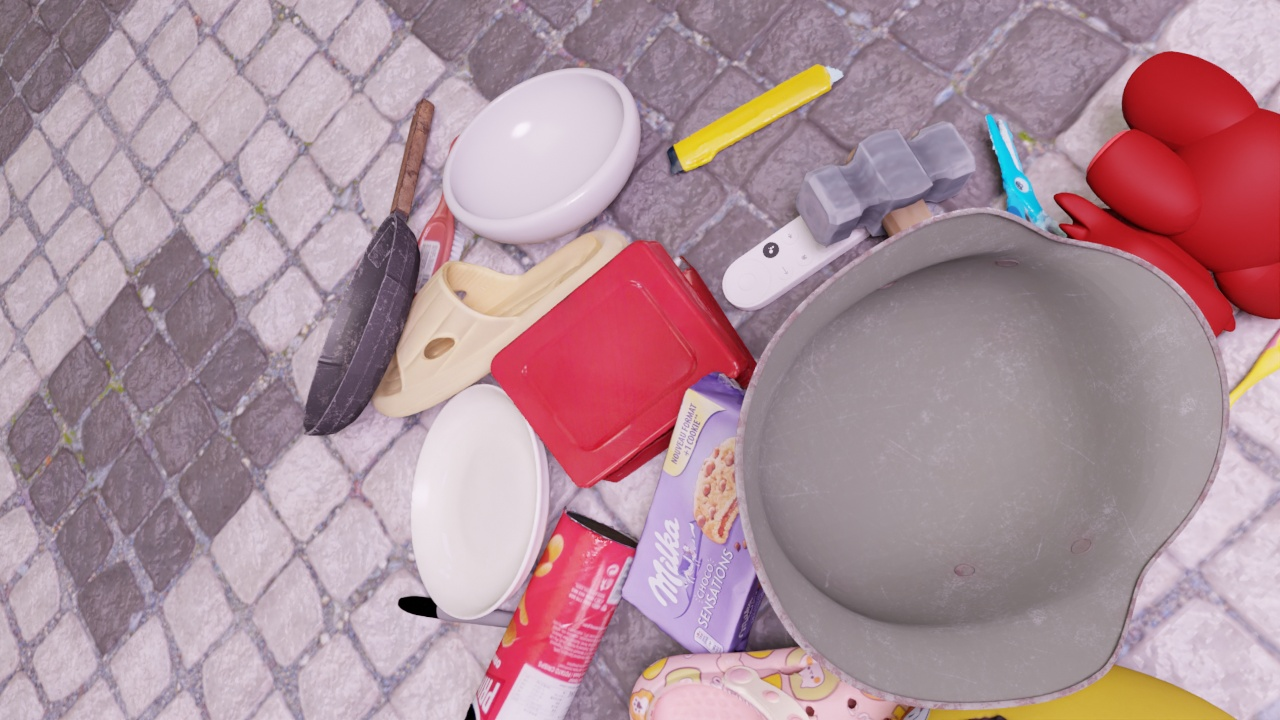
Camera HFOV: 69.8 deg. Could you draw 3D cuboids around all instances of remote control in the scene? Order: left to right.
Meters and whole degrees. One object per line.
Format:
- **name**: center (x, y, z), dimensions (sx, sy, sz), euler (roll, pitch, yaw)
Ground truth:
- **remote control**: center (0.123, -0.086, 0.703), dimensions (0.137, 0.013, 0.043), euler (-35, 65, 13)

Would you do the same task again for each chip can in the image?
- **chip can**: center (-0.076, 0.228, 0.680), dimensions (0.073, 0.073, 0.233), euler (24, 87, 28)

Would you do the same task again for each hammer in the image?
- **hammer**: center (0.227, -0.012, 0.607), dimensions (0.117, 0.051, 0.322), euler (-22, 72, -11)

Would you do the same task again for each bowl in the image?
- **bowl**: center (-0.075, -0.161, 0.774), dimensions (0.177, 0.066, 0.176), euler (-13, 54, 18)

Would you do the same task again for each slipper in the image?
- **slipper**: center (-0.131, -0.044, 0.752), dimensions (0.262, 0.079, 0.111), euler (-29, 31, 12)
- **slipper**: center (0.087, 0.235, 0.574), dimensions (0.197, 0.081, 0.093), euler (-4, 101, 10)

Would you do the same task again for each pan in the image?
- **pan**: center (-0.226, -0.095, 0.825), dimensions (0.208, 0.040, 0.356), euler (-30, 43, 53)

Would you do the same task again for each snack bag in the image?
- **snack bag**: center (0.056, 0.114, 0.628), dimensions (0.096, 0.058, 0.206), euler (30, 116, 28)

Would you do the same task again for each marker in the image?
- **marker**: center (-0.142, 0.204, 0.744), dimensions (0.139, 0.022, 0.016), euler (0, 64, 26)

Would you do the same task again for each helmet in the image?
- **helmet**: center (0.163, 0.040, 0.489), dimensions (0.267, 0.154, 0.227), euler (-17, 94, -7)
- **helmet**: center (0.234, 0.227, 0.469), dimensions (0.209, 0.139, 0.241), euler (38, 136, -6)

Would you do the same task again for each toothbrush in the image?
- **toothbrush**: center (0.391, -0.006, 0.560), dimensions (0.135, 0.016, 0.021), euler (-46, 61, 5)

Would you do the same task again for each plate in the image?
- **plate**: center (-0.123, 0.111, 0.729), dimensions (0.183, 0.034, 0.182), euler (-14, 72, 46)

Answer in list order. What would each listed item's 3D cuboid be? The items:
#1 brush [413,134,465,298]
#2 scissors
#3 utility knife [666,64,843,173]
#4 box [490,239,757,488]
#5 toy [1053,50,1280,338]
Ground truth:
- **brush**: center (-0.176, -0.124, 0.841), dimensions (0.041, 0.030, 0.172), euler (13, 83, 27)
- **scissors**: center (0.253, -0.114, 0.623), dimensions (0.015, 0.083, 0.140), euler (135, 127, -59)
- **utility knife**: center (0.091, -0.197, 0.746), dimensions (0.156, 0.017, 0.030), euler (-28, 71, 17)
- **box**: center (-0.010, 0.004, 0.683), dimensions (0.157, 0.122, 0.136), euler (-38, 69, 11)
- **toy**: center (0.314, -0.064, 0.550), dimensions (0.158, 0.120, 0.197), euler (33, 105, -13)
